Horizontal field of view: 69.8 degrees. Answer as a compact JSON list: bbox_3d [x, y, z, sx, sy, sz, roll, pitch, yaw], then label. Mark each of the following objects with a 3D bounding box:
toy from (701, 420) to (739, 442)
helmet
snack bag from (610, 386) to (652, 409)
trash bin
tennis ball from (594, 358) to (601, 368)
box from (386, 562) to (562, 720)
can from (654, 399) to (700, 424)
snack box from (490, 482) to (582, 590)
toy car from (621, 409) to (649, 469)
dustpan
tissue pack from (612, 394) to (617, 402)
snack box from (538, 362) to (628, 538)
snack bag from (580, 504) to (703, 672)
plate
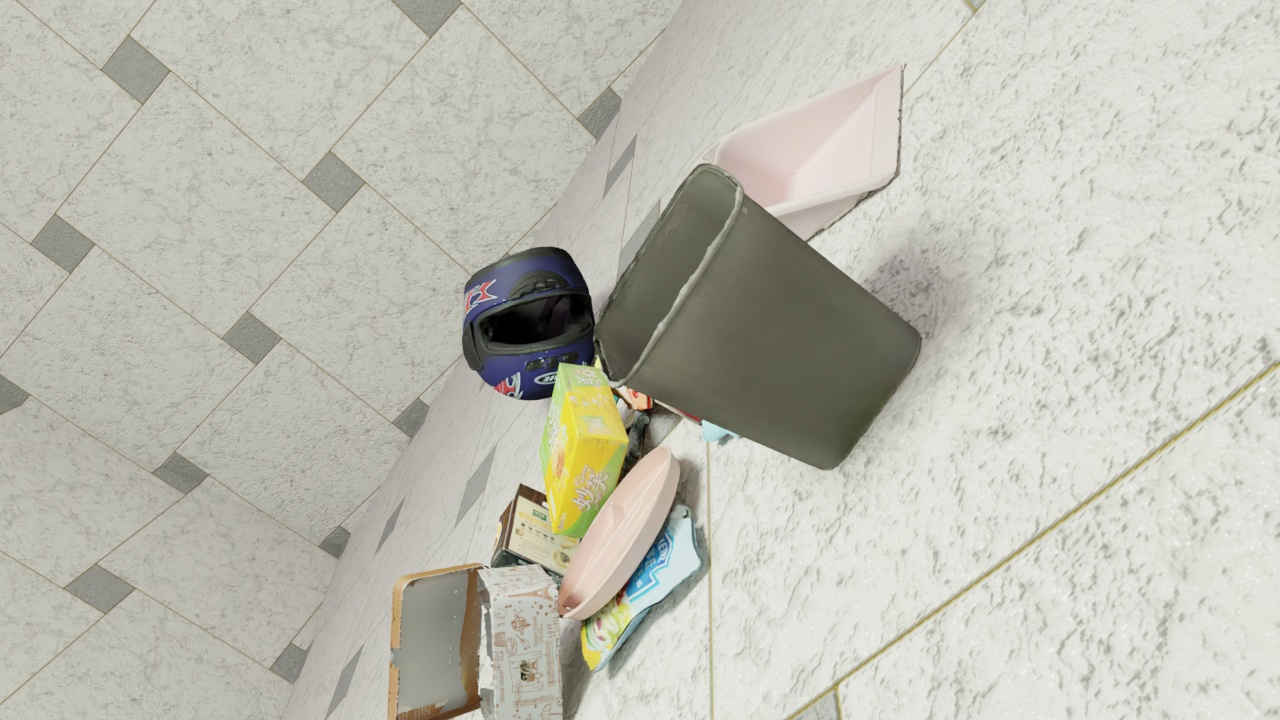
[{"bbox_3d":[0.112,0.004,1.020,0.157,0.049,0.161,-41,40,30],"label":"toy"},{"bbox_3d":[-0.193,-0.051,1.658,0.316,0.247,0.240,149,104,-70],"label":"helmet"},{"bbox_3d":[-0.007,0.007,1.245,0.208,0.073,0.128,139,132,-81],"label":"snack bag"},{"bbox_3d":[0.101,-0.030,0.818,0.199,0.219,0.199,-56,18,13],"label":"trash bin"},{"bbox_3d":[-0.037,0.012,1.413,0.066,0.065,0.065,-52,19,26],"label":"tennis ball"},{"bbox_3d":[-0.197,0.330,1.043,0.155,0.187,0.183,180,89,-71],"label":"box"},{"bbox_3d":[0.065,0.023,1.099,0.094,0.066,0.066,-61,17,-2],"label":"can"},{"bbox_3d":[-0.134,0.243,1.237,0.053,0.113,0.125,-53,18,26],"label":"snack box"},{"bbox_3d":[-0.017,0.107,1.259,0.043,0.034,0.090,-44,22,53],"label":"toy car"},{"bbox_3d":[0.172,-0.245,1.102,0.274,0.139,0.221,-45,22,44],"label":"dustpan"},{"bbox_3d":[-0.092,0.104,1.448,0.093,0.050,0.133,-28,37,59],"label":"tissue pack"},{"bbox_3d":[-0.083,0.119,1.254,0.210,0.070,0.158,-114,35,-61],"label":"snack box"},{"bbox_3d":[0.002,0.242,0.982,0.191,0.039,0.110,-53,11,21],"label":"snack bag"},{"bbox_3d":[-0.024,0.200,1.056,0.230,0.028,0.229,-53,8,10],"label":"plate"}]
